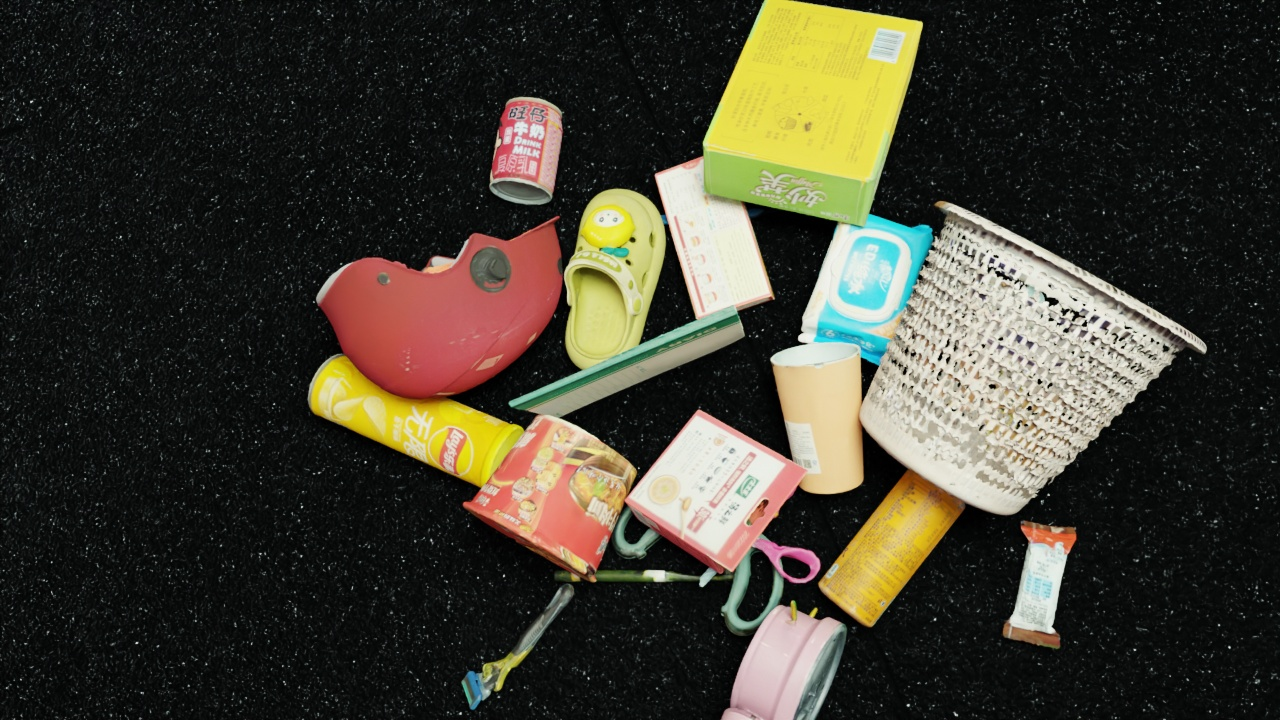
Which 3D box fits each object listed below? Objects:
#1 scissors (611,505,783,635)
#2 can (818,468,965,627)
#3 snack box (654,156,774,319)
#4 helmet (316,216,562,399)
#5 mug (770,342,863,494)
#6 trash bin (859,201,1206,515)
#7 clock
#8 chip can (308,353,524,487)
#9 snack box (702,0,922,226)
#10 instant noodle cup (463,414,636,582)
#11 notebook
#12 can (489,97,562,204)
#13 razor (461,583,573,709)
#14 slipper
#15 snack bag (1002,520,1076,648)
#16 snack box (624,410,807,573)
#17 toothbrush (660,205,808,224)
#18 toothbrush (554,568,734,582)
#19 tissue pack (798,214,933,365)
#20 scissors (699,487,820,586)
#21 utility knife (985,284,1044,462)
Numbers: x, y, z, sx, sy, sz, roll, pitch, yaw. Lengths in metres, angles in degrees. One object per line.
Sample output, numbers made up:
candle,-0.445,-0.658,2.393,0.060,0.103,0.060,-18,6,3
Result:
scissors,0.053,0.168,0.852,0.179,0.019,0.170,-4,68,12
can,0.222,0.160,0.804,0.058,0.058,0.146,38,88,17
snack box,0.072,-0.122,0.904,0.077,0.027,0.155,-18,80,13
helmet,-0.172,-0.044,0.870,0.239,0.207,0.144,-18,98,-23
mug,0.162,0.052,0.816,0.078,0.078,0.123,-7,102,10
trash bin,0.290,0.008,0.743,0.227,0.227,0.192,34,105,16
clock,0.116,0.282,0.773,0.060,0.117,0.158,20,80,25
chip can,-0.223,0.060,0.912,0.213,0.072,0.072,21,83,15
snack box,0.163,-0.239,0.867,0.158,0.070,0.209,15,63,14
instant noodle cup,-0.077,0.121,0.841,0.138,0.138,0.108,25,74,16
notebook,-0.005,0.005,0.838,0.209,0.150,0.012,-23,81,6
can,-0.117,-0.217,0.953,0.066,0.066,0.093,5,79,13
razor,-0.112,0.269,0.872,0.142,0.022,0.043,-47,29,-4
slipper,-0.030,-0.082,0.900,0.092,0.081,0.190,8,82,11
snack bag,0.343,0.191,0.789,0.048,0.026,0.104,8,81,20
snack box,0.071,0.121,0.820,0.127,0.044,0.113,29,69,35
toothbrush,0.094,-0.147,0.923,0.190,0.016,0.014,-3,83,14
toothbrush,0.008,0.200,0.865,0.186,0.012,0.017,-3,72,11
tissue pack,0.210,-0.069,0.853,0.090,0.063,0.140,19,82,15
scissors,0.105,0.159,0.826,0.133,0.017,0.135,-45,64,-10
utility knife,0.333,0.031,0.835,0.031,0.022,0.213,18,78,11
